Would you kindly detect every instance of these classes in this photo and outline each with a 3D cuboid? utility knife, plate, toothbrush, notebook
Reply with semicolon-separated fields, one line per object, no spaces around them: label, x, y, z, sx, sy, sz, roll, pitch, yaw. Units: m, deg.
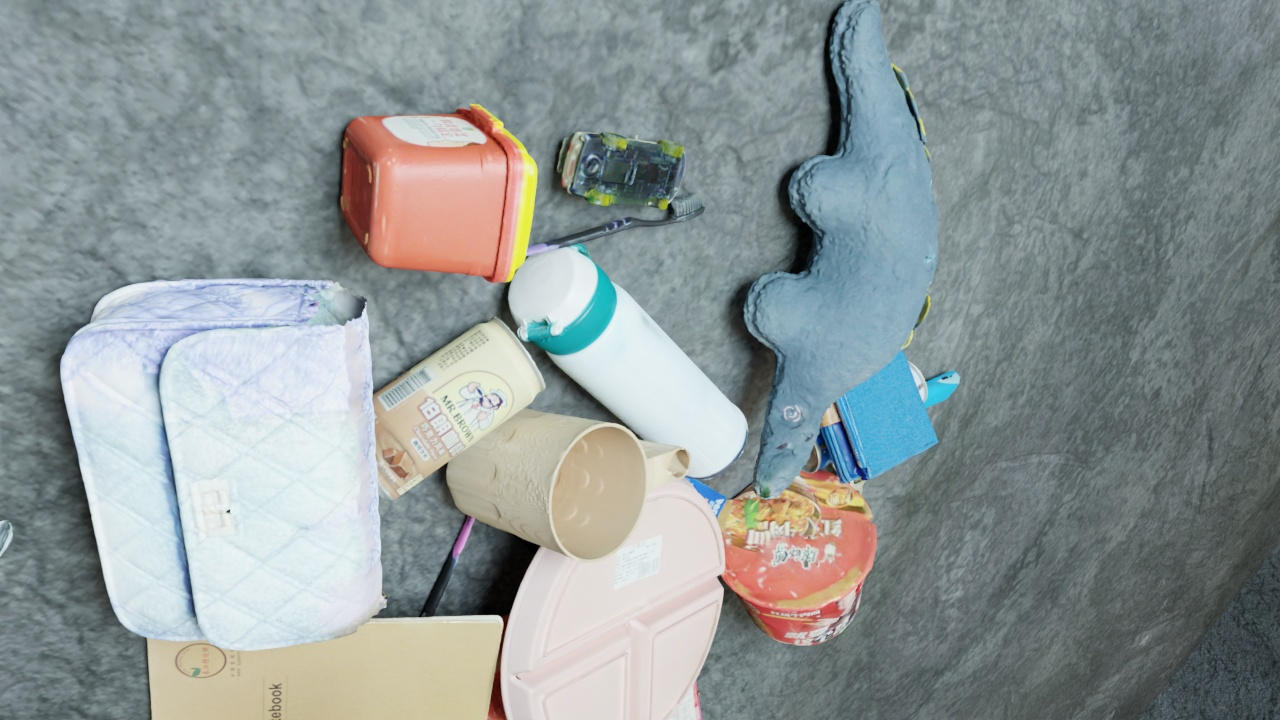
utility knife;0.226;0.051;0.868;0.198;0.018;0.034;-19;144;-27
plate;-0.007;0.191;0.674;0.228;0.028;0.230;-15;111;-46
toothbrush;-0.153;0.179;0.651;0.017;0.014;0.189;17;105;-31
notebook;-0.200;0.224;0.591;0.207;0.008;0.148;4;116;-17
toothbrush;-0.020;-0.082;0.563;0.188;0.014;0.017;-22;119;-44

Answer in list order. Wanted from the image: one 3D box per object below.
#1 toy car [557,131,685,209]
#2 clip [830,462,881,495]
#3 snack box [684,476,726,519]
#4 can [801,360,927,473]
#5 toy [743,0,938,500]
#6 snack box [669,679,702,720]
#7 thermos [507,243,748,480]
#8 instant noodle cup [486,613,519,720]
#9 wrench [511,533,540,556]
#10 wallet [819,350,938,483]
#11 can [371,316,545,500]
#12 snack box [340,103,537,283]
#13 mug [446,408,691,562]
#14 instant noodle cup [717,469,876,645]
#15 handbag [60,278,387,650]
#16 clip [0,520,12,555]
toy car;-0.009;-0.118;0.560;0.090;0.035;0.042;-4;121;-44
clip;0.192;0.108;0.860;0.092;0.035;0.103;-4;136;-40
snack box;0.001;0.117;0.714;0.157;0.026;0.084;35;82;-46
can;0.189;0.047;0.810;0.134;0.053;0.053;-26;130;-24
toy;0.153;-0.068;0.673;0.137;0.091;0.356;5;102;-35
snack box;0.022;0.329;0.856;0.058;0.057;0.208;-26;130;-21
thermos;-0.004;0.004;0.622;0.073;0.073;0.224;-49;135;-3
instant noodle cup;-0.092;0.280;0.716;0.164;0.079;0.189;-4;121;-33
wrench;-0.056;0.153;0.709;0.056;0.016;0.273;-45;136;-12
wallet;0.186;0.025;0.763;0.106;0.040;0.133;-19;88;-30
can;-0.119;0.028;0.548;0.116;0.058;0.058;-36;134;-16
snack box;-0.105;-0.087;0.466;0.080;0.091;0.082;-3;119;-30
mug;-0.046;0.070;0.591;0.124;0.104;0.084;-15;107;-45
instant noodle cup;0.138;0.179;0.804;0.137;0.138;0.109;-36;140;-16
handbag;-0.202;0.058;0.466;0.134;0.075;0.194;-2;119;-13
clip;-0.332;0.104;0.453;0.031;0.025;0.057;18;98;-50
